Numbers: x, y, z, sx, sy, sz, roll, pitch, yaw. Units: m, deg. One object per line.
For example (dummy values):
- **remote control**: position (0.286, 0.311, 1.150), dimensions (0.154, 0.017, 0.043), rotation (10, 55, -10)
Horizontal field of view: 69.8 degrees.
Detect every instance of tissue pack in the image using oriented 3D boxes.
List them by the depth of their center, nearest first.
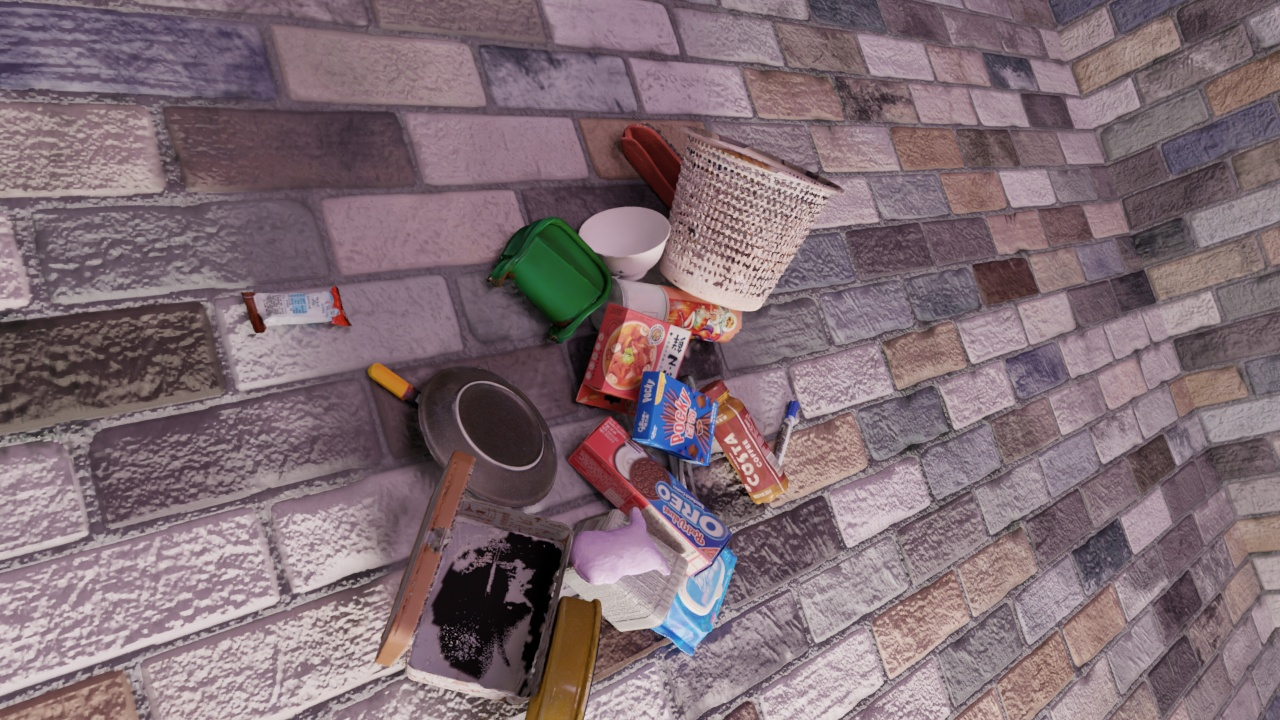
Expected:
- **tissue pack**: position (0.060, 0.273, 1.124), dimensions (0.095, 0.052, 0.156), rotation (44, 51, -20)

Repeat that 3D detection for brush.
- **brush**: position (0.028, -0.269, 1.285), dimensions (0.146, 0.063, 0.069), rotation (47, 37, -16)

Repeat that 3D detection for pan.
- **pan**: position (-0.084, 0.408, 0.892), dimensions (0.078, 0.198, 0.357), rotation (15, 90, -4)

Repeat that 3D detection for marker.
- **marker**: position (-0.238, 0.042, 0.977), dimensions (0.124, 0.015, 0.018), rotation (40, 54, -27)
- **marker**: position (0.046, 0.137, 1.186), dimensions (0.017, 0.017, 0.145), rotation (-2, 77, -41)
- **marker**: position (0.206, 0.119, 1.331), dimensions (0.017, 0.017, 0.145), rotation (40, 52, -23)

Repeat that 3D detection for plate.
- **plate**: position (-0.155, 0.074, 0.987), dimensions (0.179, 0.024, 0.179), rotation (33, 33, -25)

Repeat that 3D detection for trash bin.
- **trash bin**: position (0.126, -0.179, 1.208), dimensions (0.227, 0.227, 0.192), rotation (6, 114, -39)

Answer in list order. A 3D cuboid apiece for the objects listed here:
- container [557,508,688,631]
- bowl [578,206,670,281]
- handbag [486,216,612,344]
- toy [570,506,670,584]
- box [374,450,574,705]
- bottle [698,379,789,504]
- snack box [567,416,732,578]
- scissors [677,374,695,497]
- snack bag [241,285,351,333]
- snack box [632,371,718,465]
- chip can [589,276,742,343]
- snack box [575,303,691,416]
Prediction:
- **container**: position (-0.025, 0.236, 1.042), dimensions (0.114, 0.090, 0.090), rotation (42, 51, -17)
- **bowl**: position (-0.018, -0.142, 1.189), dimensions (0.118, 0.118, 0.065), rotation (-51, 147, -40)
- **handbag**: position (-0.110, -0.099, 1.109), dimensions (0.131, 0.068, 0.120), rotation (48, 57, -19)
- **toy**: position (-0.027, 0.201, 0.974), dimensions (0.107, 0.039, 0.083), rotation (-9, 59, -34)
- **box**: position (-0.147, 0.206, 0.858), dimensions (0.157, 0.193, 0.182), rotation (16, 61, -8)
- **bottle**: position (0.137, 0.109, 1.246), dimensions (0.057, 0.058, 0.175), rotation (-38, 100, -42)
- **snack box**: position (0.011, 0.162, 1.084), dimensions (0.207, 0.058, 0.057), rotation (44, 49, 1)
- **scissors**: position (0.054, 0.086, 1.195), dimensions (0.159, 0.014, 0.170), rotation (62, 31, -22)
- **snack bag**: position (-0.340, -0.051, 0.913), dimensions (0.104, 0.026, 0.048), rotation (-12, 76, -42)
- **snack box**: position (0.046, 0.074, 1.130), dimensions (0.157, 0.026, 0.084), rotation (28, 68, -54)
- **chip can**: position (0.037, -0.065, 1.214), dimensions (0.214, 0.071, 0.071), rotation (4, 72, -41)
- **snack box**: position (-0.007, 0.007, 1.123), dimensions (0.113, 0.044, 0.127), rotation (16, 93, -43)
